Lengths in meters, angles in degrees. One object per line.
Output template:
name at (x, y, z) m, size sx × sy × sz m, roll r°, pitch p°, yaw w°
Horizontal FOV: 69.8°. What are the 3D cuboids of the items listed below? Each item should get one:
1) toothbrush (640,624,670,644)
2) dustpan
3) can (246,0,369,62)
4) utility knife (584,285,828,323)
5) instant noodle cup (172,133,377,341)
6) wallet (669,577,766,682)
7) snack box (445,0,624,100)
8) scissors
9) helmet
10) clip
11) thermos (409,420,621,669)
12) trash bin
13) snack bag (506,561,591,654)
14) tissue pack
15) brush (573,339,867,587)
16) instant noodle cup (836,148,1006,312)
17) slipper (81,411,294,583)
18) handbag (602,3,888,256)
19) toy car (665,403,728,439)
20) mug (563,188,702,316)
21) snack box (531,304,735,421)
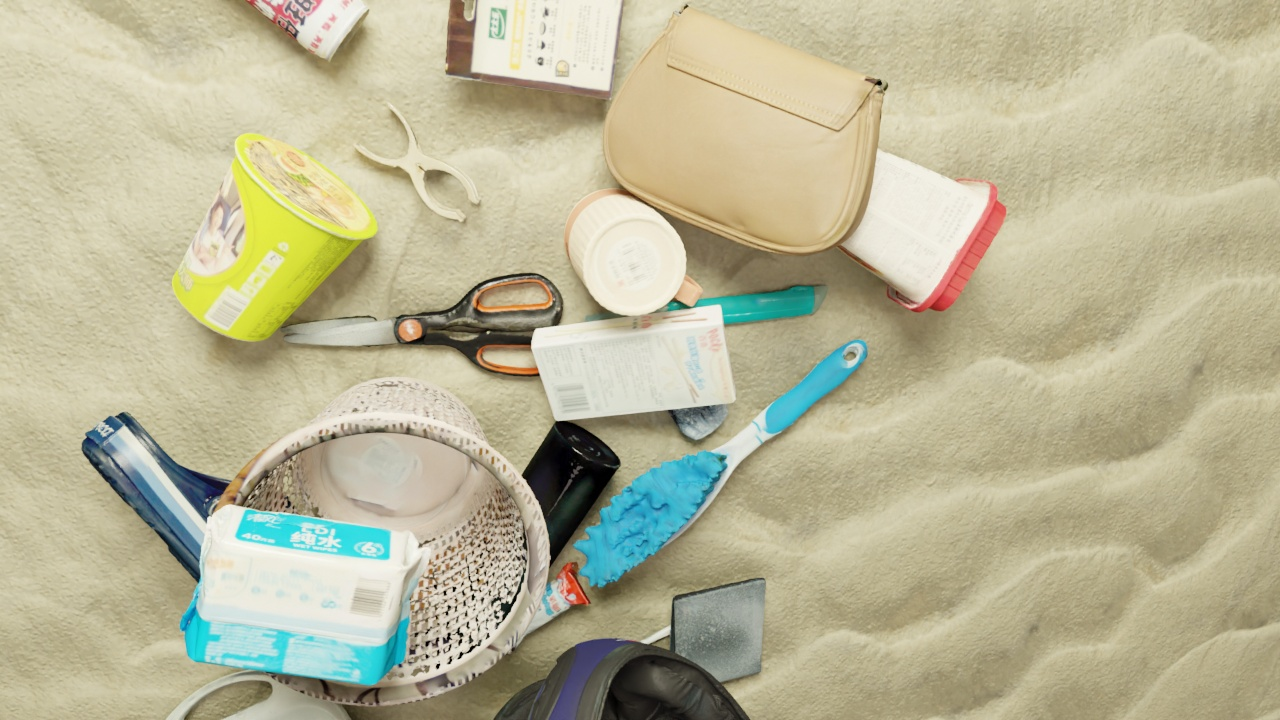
toothbrush at (0.040, 0.261, 0.898) m, size 0.180 × 0.016 × 0.016 m, roll -27°, pitch 123°, yaw -2°
dustpan at (-0.327, 0.413, 0.788) m, size 0.222 × 0.257 × 0.143 m, roll -23°, pitch 135°, yaw -3°
can at (-0.257, -0.270, 0.635) m, size 0.132 × 0.053 × 0.053 m, roll 38°, pitch 98°, yaw -20°
utility knife at (0.060, -0.044, 0.797) m, size 0.219 × 0.013 × 0.029 m, roll -6°, pitch 112°, yaw -11°
instant noodle cup at (-0.276, -0.083, 0.675) m, size 0.111 × 0.111 × 0.124 m, roll 37°, pitch 107°, yaw -20°
wallet at (0.076, 0.269, 0.897) m, size 0.097 × 0.019 × 0.121 m, roll -9°, pitch 117°, yaw -17°
snack box at (-0.076, -0.258, 0.675) m, size 0.125 × 0.053 × 0.113 m, roll 5°, pitch 108°, yaw -12°
scissors at (-0.175, -0.011, 0.758) m, size 0.235 × 0.021 × 0.139 m, roll -22°, pitch 112°, yaw -3°
helmet at (-0.035, 0.387, 0.807) m, size 0.241 × 0.246 × 0.315 m, roll -19°, pitch 119°, yaw 33°
clip at (-0.169, -0.148, 0.707) m, size 0.100 × 0.034 × 0.074 m, roll 42°, pitch 98°, yaw -16°
thermos at (-0.120, 0.164, 0.806) m, size 0.090 × 0.068 × 0.243 m, roll 32°, pitch 100°, yaw -12°
trash bin at (-0.192, 0.112, 0.705) m, size 0.227 × 0.192 × 0.228 m, roll -3°, pitch 109°, yaw -10°
snack bag at (-0.094, 0.230, 0.853) m, size 0.105 × 0.026 × 0.045 m, roll -32°, pitch 80°, yaw 4°
tissue pack at (-0.210, 0.146, 0.577) m, size 0.140 × 0.063 × 0.090 m, roll 13°, pitch 105°, yaw -16°
brush at (0.075, 0.085, 0.814) m, size 0.315 × 0.109 × 0.060 m, roll -43°, pitch 74°, yaw 11°
instant noodle cup at (0.211, -0.116, 0.755) m, size 0.124 × 0.116 × 0.117 m, roll 28°, pitch 101°, yaw -7°
slipper at (-0.335, 0.132, 0.743) m, size 0.095 × 0.105 × 0.253 m, roll -45°, pitch 122°, yaw -25°
handbag at (0.081, -0.167, 0.692) m, size 0.204 × 0.099 × 0.148 m, roll 26°, pitch 109°, yaw 13°
toy car at (0.034, 0.025, 0.807) m, size 0.049 × 0.031 × 0.105 m, roll -42°, pitch 110°, yaw 4°
mug at (-0.001, -0.078, 0.724) m, size 0.114 × 0.106 × 0.082 m, roll 31°, pitch 100°, yaw -19°
snack box at (-0.004, 0.004, 0.757) m, size 0.157 × 0.026 × 0.085 m, roll -7°, pitch 128°, yaw 8°
